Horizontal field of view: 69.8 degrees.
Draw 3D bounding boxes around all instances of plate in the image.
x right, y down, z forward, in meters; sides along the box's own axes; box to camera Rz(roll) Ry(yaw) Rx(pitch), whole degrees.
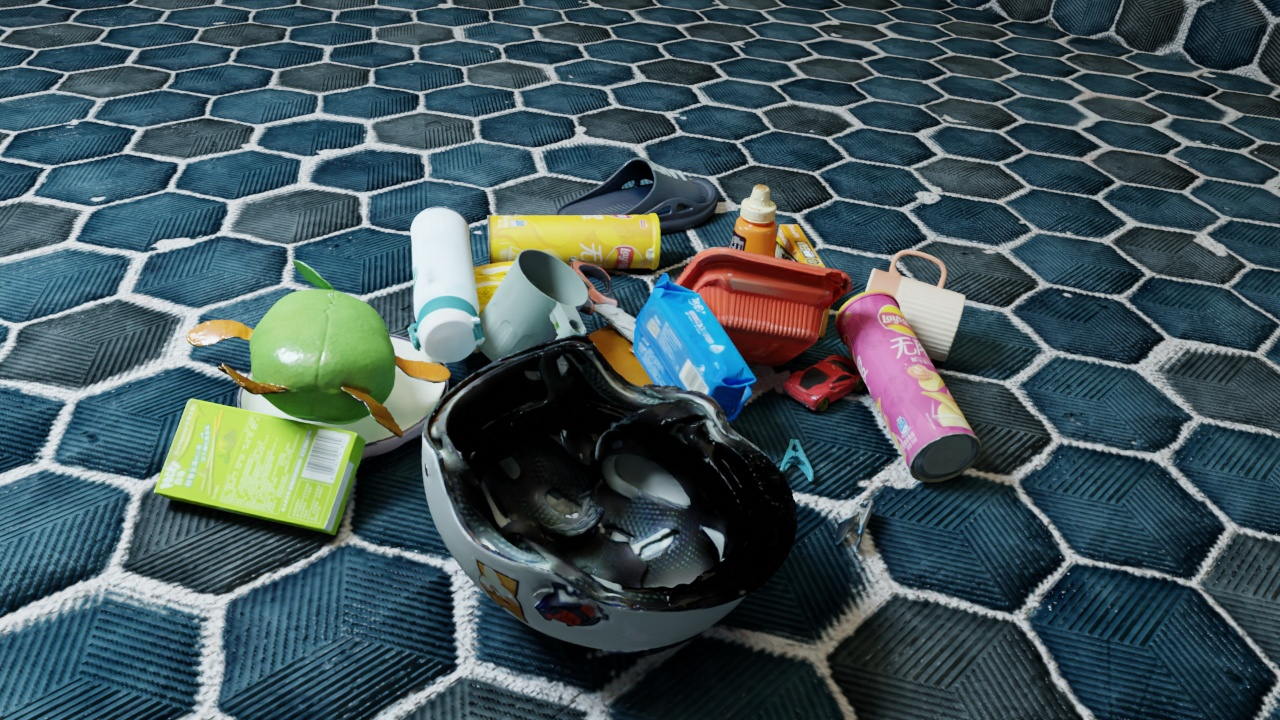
[{"bbox_3d":[-0.281,0.038,0.880,0.192,0.039,0.192,3,34,-2],"label":"plate"}]

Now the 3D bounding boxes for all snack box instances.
[{"bbox_3d":[0.193,-0.098,1.103,0.026,0.075,0.153,-1,34,-10],"label":"snack box"},{"bbox_3d":[-0.320,0.089,0.773,0.156,0.026,0.085,10,71,7],"label":"snack box"}]

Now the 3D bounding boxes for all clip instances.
[{"bbox_3d":[0.189,0.140,0.800,0.042,0.026,0.058,15,34,28],"label":"clip"},{"bbox_3d":[0.147,0.094,0.872,0.033,0.013,0.053,8,36,3],"label":"clip"}]

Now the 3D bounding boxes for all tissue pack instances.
[{"bbox_3d":[0.049,-0.003,0.892,0.052,0.095,0.157,-18,63,-32],"label":"tissue pack"}]

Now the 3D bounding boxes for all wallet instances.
[{"bbox_3d":[-0.006,0.006,0.972,0.131,0.035,0.118,31,45,29],"label":"wallet"}]

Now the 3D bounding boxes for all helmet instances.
[{"bbox_3d":[-0.036,0.119,0.689,0.274,0.157,0.229,28,40,12],"label":"helmet"}]

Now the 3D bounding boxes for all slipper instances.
[{"bbox_3d":[0.000,-0.227,1.268,0.267,0.083,0.110,-20,43,-30],"label":"slipper"}]

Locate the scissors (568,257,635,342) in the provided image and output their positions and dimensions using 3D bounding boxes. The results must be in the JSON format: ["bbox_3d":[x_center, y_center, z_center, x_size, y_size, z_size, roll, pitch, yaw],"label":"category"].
[{"bbox_3d":[-0.036,-0.062,1.017,0.201,0.015,0.205,10,32,-4],"label":"scissors"}]

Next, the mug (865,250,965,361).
[{"bbox_3d":[0.308,-0.065,1.039,0.106,0.114,0.081,17,8,14],"label":"mug"}]

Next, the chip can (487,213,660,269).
[{"bbox_3d":[-0.084,-0.148,1.150,0.213,0.072,0.072,-1,35,-8],"label":"chip can"}]

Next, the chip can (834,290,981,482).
[{"bbox_3d":[0.262,0.021,0.917,0.071,0.072,0.210,-3,43,-11],"label":"chip can"}]

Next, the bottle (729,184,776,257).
[{"bbox_3d":[0.133,-0.137,1.088,0.067,0.150,0.066,3,34,-2],"label":"bottle"}]

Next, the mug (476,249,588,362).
[{"bbox_3d":[-0.109,-0.036,0.940,0.083,0.104,0.124,12,40,-41],"label":"mug"}]

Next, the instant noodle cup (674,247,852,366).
[{"bbox_3d":[0.116,-0.050,0.959,0.164,0.189,0.079,9,73,-10],"label":"instant noodle cup"}]

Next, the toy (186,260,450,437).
[{"bbox_3d":[-0.282,-0.004,0.818,0.226,0.090,0.246,14,20,-19],"label":"toy"}]

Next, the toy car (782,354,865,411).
[{"bbox_3d":[0.200,0.019,0.974,0.106,0.031,0.049,-21,43,-36],"label":"toy car"}]

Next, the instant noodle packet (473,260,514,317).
[{"bbox_3d":[-0.176,-0.070,1.048,0.128,0.044,0.110,-7,42,-11],"label":"instant noodle packet"}]

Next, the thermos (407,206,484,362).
[{"bbox_3d":[-0.210,-0.081,0.971,0.073,0.073,0.224,-4,37,-12],"label":"thermos"}]
